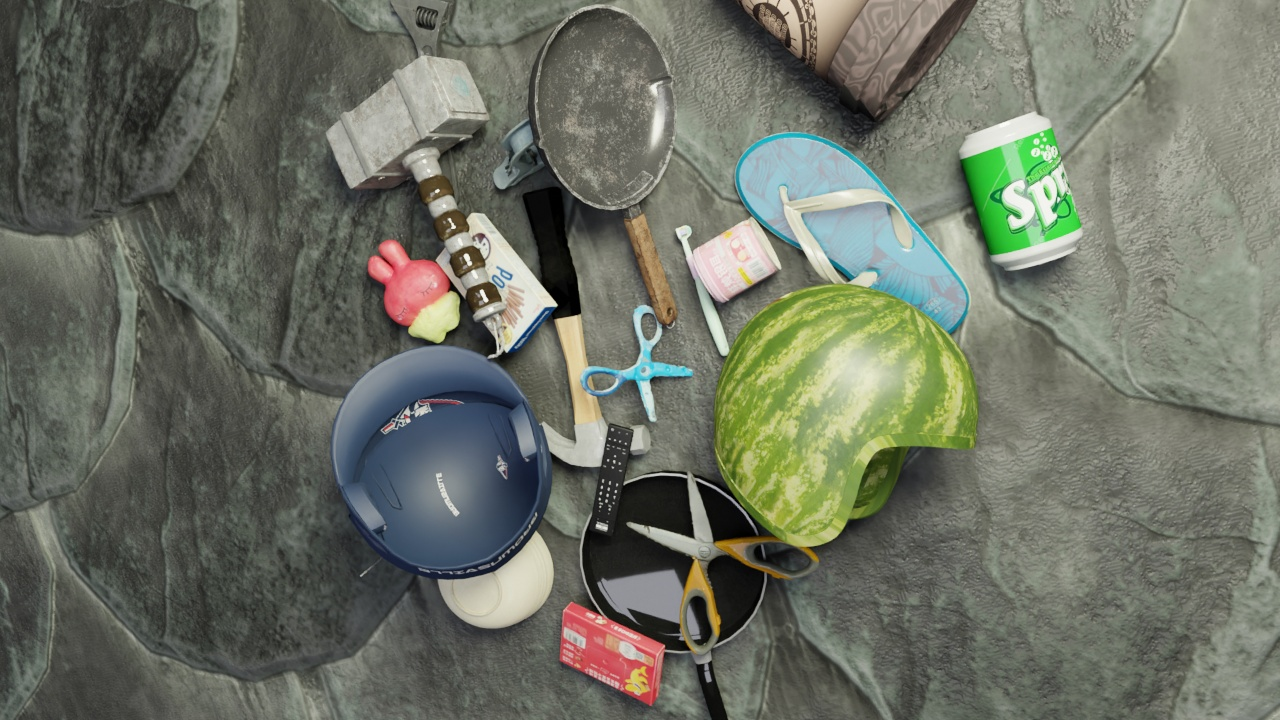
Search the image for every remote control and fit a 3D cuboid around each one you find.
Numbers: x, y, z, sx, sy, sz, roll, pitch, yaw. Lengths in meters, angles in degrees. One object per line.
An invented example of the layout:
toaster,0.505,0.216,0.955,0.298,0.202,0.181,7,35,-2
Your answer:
remote control,-0.034,0.141,1.072,0.030,0.009,0.140,15,109,11

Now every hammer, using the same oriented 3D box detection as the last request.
hammer,-0.216,-0.159,1.031,0.177,0.079,0.326,-25,89,30
hammer,-0.083,-0.036,1.075,0.131,0.039,0.328,-9,98,17

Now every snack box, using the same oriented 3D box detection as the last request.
snack box,-0.169,-0.091,1.067,0.082,0.026,0.150,-47,73,26
snack box,-0.037,0.359,1.123,0.133,0.021,0.089,19,121,22

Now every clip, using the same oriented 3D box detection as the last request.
clip,-0.094,-0.242,1.002,0.165,0.164,0.032,-25,90,-2

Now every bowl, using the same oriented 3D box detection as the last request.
bowl,-0.191,0.271,1.142,0.151,0.075,0.151,3,102,14

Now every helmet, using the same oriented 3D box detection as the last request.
helmet,0.198,0.041,0.926,0.248,0.212,0.243,-49,68,20
helmet,-0.223,0.115,1.047,0.232,0.223,0.272,-25,85,-12

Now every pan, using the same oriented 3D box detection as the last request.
pan,0.058,0.302,1.107,0.226,0.034,0.356,-15,97,16
pan,-0.021,-0.193,0.985,0.040,0.207,0.357,11,127,42

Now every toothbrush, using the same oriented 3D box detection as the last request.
toothbrush,0.072,-0.078,1.038,0.015,0.022,0.155,-11,101,52
toothbrush,-0.277,0.215,1.097,0.010,0.181,0.010,-34,94,26

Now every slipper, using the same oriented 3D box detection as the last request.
slipper,0.227,-0.134,0.968,0.295,0.060,0.118,43,104,3

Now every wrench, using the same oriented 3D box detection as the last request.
wrench,-0.242,-0.316,1.070,0.073,0.018,0.273,-3,101,15

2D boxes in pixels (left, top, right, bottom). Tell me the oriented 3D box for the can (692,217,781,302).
can,0.104,-0.108,0.998,0.076,0.067,0.067,-29,93,17

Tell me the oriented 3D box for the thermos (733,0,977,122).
thermos,0.188,-0.363,0.882,0.226,0.172,0.173,41,107,10

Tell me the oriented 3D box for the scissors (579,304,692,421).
scissors,-0.007,0.006,1.050,0.140,0.011,0.134,-11,91,-16

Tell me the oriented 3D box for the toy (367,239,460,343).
toy,-0.273,-0.084,1.107,0.092,0.045,0.135,-36,97,15

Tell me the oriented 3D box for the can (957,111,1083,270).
can,0.376,-0.166,0.908,0.088,0.087,0.140,-18,96,16

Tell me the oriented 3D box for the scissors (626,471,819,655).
scissors,0.087,0.242,1.063,0.225,0.016,0.230,13,102,11
